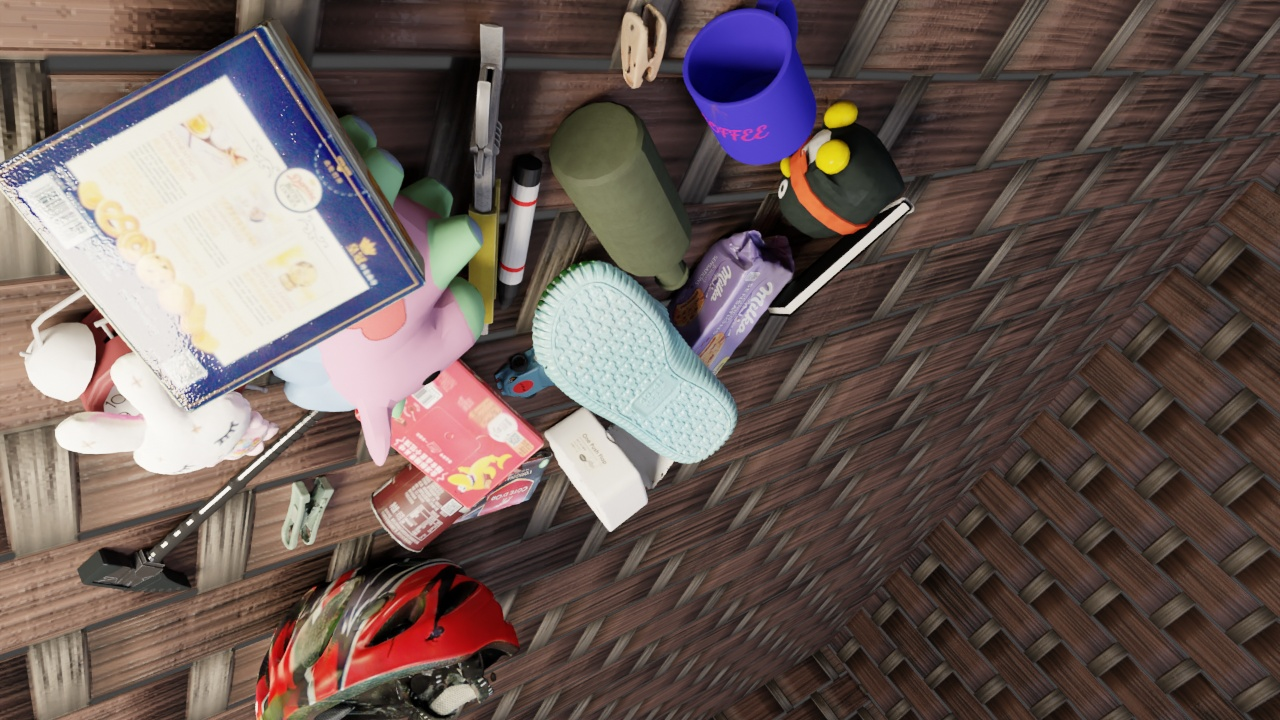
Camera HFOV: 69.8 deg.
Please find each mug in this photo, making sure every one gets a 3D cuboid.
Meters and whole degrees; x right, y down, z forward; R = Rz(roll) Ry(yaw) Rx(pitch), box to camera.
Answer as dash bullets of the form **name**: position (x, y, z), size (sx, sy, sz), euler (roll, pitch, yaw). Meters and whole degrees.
- **mug**: position (0.088, -0.214, 0.679), size (0.111, 0.079, 0.083), euler (-67, 153, -8)

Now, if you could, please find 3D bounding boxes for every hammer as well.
- **hammer**: position (-0.276, 0.069, 0.711), size (0.325, 0.015, 0.095), euler (-41, 152, 2)

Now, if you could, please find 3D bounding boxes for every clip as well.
- **clip**: position (-0.286, 0.131, 0.782), size (0.047, 0.023, 0.076), euler (-7, 137, -44)
- **clip**: position (-0.001, -0.212, 0.622), size (0.047, 0.025, 0.062), euler (-39, 160, 7)

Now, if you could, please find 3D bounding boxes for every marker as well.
- **marker**: position (-0.094, -0.089, 0.691), size (0.019, 0.019, 0.146), euler (-21, 147, -32)

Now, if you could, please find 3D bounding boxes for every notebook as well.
- **notebook**: position (0.192, -0.099, 0.930), size (0.149, 0.016, 0.206), euler (-42, -179, 4)

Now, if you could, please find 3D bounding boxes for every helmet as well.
- **helmet**: position (-0.248, 0.282, 0.890), size (0.218, 0.167, 0.271), euler (-34, 162, 20)

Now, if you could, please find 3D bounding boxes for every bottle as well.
- **bottle**: position (-0.002, -0.112, 0.713), size (0.071, 0.071, 0.207), euler (-39, 152, 0)

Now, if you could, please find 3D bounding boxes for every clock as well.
- **clock**: position (-0.295, 0.000, 0.548), size (0.096, 0.048, 0.138), euler (-36, 153, -7)

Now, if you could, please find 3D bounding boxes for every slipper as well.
- **slipper**: position (-0.005, 0.005, 0.836), size (0.116, 0.069, 0.276), euler (-46, 131, 2)

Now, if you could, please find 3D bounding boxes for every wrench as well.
- **wrench**: position (-0.106, -0.103, 0.624), size (0.018, 0.083, 0.274), euler (6, 148, -7)

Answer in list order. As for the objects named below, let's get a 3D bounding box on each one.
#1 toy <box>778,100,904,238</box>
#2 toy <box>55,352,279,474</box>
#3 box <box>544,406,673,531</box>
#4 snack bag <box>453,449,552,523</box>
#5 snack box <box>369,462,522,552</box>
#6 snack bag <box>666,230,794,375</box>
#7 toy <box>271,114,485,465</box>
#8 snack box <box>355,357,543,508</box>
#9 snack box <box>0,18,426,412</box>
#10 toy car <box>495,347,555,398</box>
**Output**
- **toy**: position (0.173, -0.159, 0.840), size (0.119, 0.099, 0.097), euler (-36, -152, 47)
- **toy**: position (-0.269, 0.041, 0.544), size (0.076, 0.037, 0.125), euler (-39, 150, 8)
- **box**: position (-0.015, 0.094, 0.965), size (0.130, 0.110, 0.103), euler (-33, 152, -10)
- **snack bag**: position (-0.163, 0.133, 0.940), size (0.154, 0.018, 0.075), euler (-12, 141, -44)
- **snack box**: position (-0.175, 0.109, 0.830), size (0.121, 0.072, 0.072), euler (-40, 152, 2)
- **snack bag**: position (0.068, -0.045, 0.917), size (0.096, 0.058, 0.206), euler (2, 129, -56)
- **toy**: position (-0.181, -0.045, 0.566), size (0.171, 0.120, 0.222), euler (-45, 145, 5)
- **snack box**: position (-0.155, 0.054, 0.756), size (0.089, 0.021, 0.133), euler (-41, 121, 3)
- **snack box**: position (-0.205, -0.069, 0.458), size (0.145, 0.042, 0.144), euler (-28, 115, -1)
- **toy car**: position (-0.078, 0.005, 0.840), size (0.107, 0.027, 0.060), euler (-32, 151, -14)
